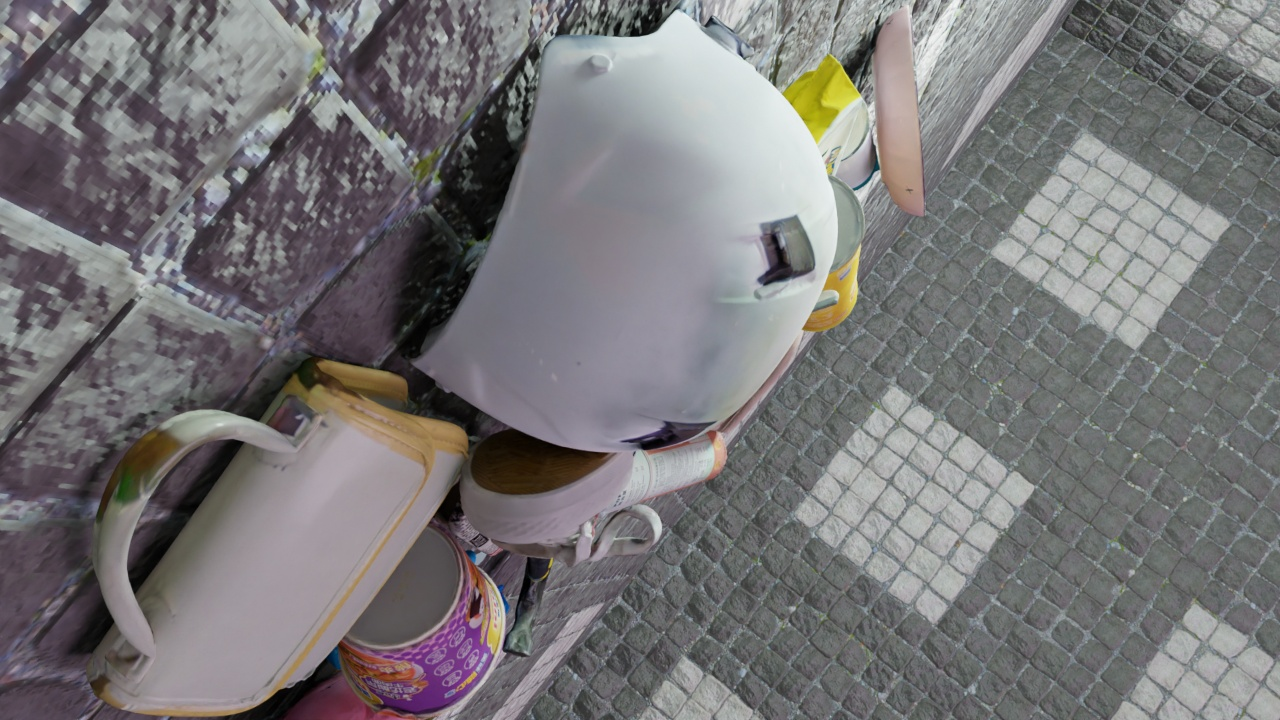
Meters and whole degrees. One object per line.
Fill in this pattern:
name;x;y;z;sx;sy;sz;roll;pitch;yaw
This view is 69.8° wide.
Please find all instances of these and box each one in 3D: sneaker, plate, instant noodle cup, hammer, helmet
sneaker;-0.044;0.082;0.558;0.241;0.118;0.088;-38;129;-82
plate;0.242;-0.230;0.864;0.192;0.039;0.192;-4;90;-73
instant noodle cup;-0.142;0.154;0.570;0.111;0.111;0.099;-46;159;-27
hammer;-0.091;0.177;0.818;0.324;0.032;0.126;109;-6;-63
helmet;0.019;-0.048;0.479;0.229;0.146;0.258;-57;168;22

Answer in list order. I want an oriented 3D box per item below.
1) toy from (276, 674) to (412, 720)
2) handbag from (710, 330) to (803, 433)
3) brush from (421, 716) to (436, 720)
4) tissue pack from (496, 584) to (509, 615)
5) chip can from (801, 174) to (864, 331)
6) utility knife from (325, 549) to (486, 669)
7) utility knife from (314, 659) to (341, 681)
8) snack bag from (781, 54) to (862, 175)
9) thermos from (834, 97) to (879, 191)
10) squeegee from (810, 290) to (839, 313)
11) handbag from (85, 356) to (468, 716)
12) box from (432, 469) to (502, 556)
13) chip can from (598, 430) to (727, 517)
toy;-0.223;0.268;0.637;0.178;0.074;0.195;-30;173;-16
handbag;0.111;-0.054;0.969;0.194;0.093;0.233;-59;-176;49
brush;-0.213;0.298;0.816;0.144;0.055;0.073;-57;-154;32
tissue pack;-0.189;0.291;0.906;0.157;0.052;0.094;-59;167;28
chip can;0.125;-0.071;0.675;0.072;0.072;0.213;-53;166;2
utility knife;-0.171;0.181;0.696;0.165;0.018;0.034;-28;144;-51
utility knife;-0.190;0.217;0.723;0.151;0.018;0.031;-2;132;-53
snack bag;0.088;-0.116;0.734;0.157;0.068;0.247;-49;168;-14
thermos;0.185;-0.201;0.869;0.073;0.073;0.224;-55;168;11
squeegee;0.067;-0.018;0.720;0.247;0.039;0.246;-20;172;27
handbag;-0.161;0.078;0.389;0.163;0.063;0.178;-54;165;1
box;-0.117;0.100;0.666;0.164;0.064;0.074;93;9;-70
chip can;0.003;0.107;0.926;0.214;0.071;0.071;-7;136;-52
